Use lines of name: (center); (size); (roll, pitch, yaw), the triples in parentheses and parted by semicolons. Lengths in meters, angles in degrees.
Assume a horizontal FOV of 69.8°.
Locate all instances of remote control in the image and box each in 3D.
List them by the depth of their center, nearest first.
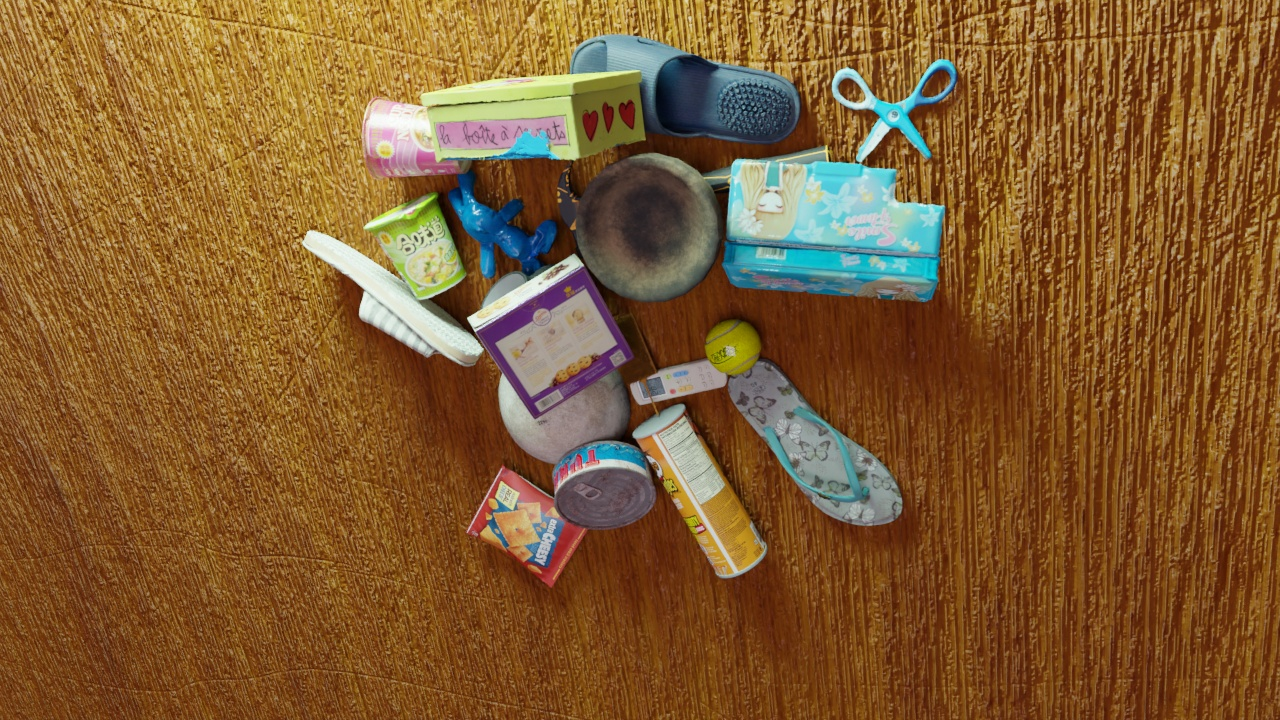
remote control: (0.047, 0.025, 1.144); (0.126, 0.018, 0.038); (-13, 105, 21)

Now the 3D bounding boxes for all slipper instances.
slipper: (0.041, -0.286, 0.996); (0.264, 0.082, 0.101); (14, 115, 10)
slipper: (0.205, 0.113, 1.114); (0.269, 0.054, 0.098); (44, 117, -2)
slipper: (-0.318, -0.074, 1.162); (0.272, 0.114, 0.054); (38, 103, 8)

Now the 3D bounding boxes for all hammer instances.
hammer: (0.058, -0.200, 1.040); (0.321, 0.036, 0.123); (-8, 110, 16)

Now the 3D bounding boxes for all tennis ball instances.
tennis ball: (0.109, -0.016, 1.085); (0.065, 0.065, 0.065); (5, 111, 14)

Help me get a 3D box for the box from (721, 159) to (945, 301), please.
box: (0.205, -0.124, 0.987); (0.227, 0.085, 0.170); (6, 137, 14)

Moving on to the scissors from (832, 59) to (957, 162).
scissors: (0.272, -0.272, 0.973); (0.140, 0.011, 0.134); (-40, 93, 23)

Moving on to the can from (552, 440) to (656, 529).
can: (-0.047, 0.161, 1.173); (0.130, 0.044, 0.130); (-4, 135, -4)

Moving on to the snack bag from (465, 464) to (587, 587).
snack bag: (-0.155, 0.228, 1.265); (0.144, 0.039, 0.131); (32, 115, 3)

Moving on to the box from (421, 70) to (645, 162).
box: (-0.114, -0.264, 0.990); (0.221, 0.124, 0.083); (7, 115, 39)

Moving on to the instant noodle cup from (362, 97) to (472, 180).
instant noodle cup: (-0.260, -0.260, 1.088); (0.109, 0.097, 0.098); (4, 111, 7)

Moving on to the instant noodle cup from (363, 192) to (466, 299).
instant noodle cup: (-0.272, -0.139, 1.137); (0.099, 0.098, 0.108); (-16, 113, 20)

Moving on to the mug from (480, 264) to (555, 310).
mug: (-0.124, -0.065, 1.113); (0.113, 0.078, 0.088); (-47, 130, 7)

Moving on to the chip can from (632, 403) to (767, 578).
chip can: (0.076, 0.165, 1.156); (0.075, 0.075, 0.215); (-26, 101, 23)

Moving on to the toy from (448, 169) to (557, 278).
toy: (-0.163, -0.161, 1.110); (0.176, 0.070, 0.113); (41, 126, -2)

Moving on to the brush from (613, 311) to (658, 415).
brush: (-0.006, 0.006, 1.139); (0.048, 0.017, 0.126); (-23, 91, 22)

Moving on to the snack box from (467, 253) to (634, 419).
snack box: (-0.101, -0.026, 1.067); (0.143, 0.040, 0.148); (-31, 125, -4)

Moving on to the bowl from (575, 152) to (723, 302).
bowl: (0.015, -0.150, 1.014); (0.162, 0.070, 0.162); (6, 113, 14)

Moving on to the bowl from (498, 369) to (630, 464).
bowl: (-0.107, 0.064, 1.170); (0.178, 0.081, 0.178); (5, 110, 12)
